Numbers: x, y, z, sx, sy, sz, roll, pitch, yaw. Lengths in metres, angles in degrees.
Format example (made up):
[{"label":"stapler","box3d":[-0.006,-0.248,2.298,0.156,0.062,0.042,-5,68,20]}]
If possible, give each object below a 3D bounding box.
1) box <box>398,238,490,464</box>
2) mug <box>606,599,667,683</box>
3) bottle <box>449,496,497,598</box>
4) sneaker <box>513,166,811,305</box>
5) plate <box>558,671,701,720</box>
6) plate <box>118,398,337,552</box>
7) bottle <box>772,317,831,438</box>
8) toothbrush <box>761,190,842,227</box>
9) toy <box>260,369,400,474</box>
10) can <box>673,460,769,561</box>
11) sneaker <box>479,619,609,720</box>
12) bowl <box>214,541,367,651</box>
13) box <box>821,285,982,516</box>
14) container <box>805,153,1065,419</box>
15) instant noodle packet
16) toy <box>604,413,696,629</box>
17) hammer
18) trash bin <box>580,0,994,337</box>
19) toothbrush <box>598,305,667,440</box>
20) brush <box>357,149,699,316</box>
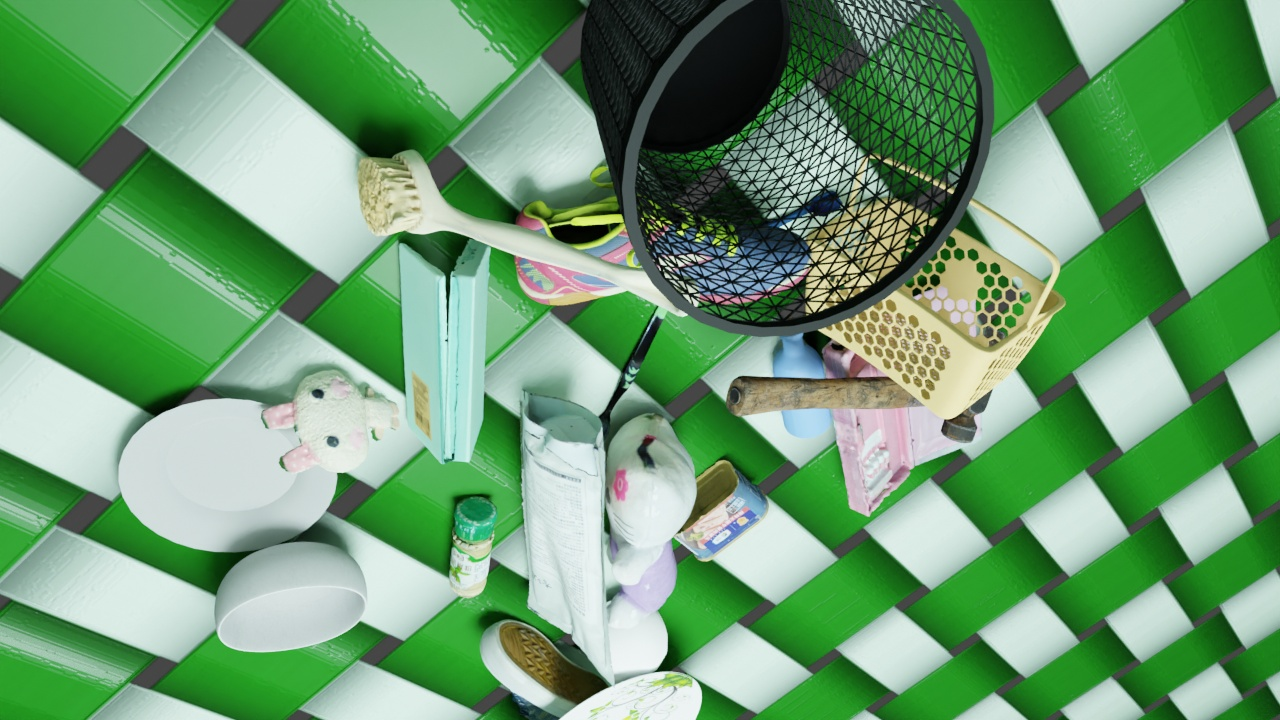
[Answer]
[{"label":"box","box3d":[-0.172,-0.005,0.759,0.079,0.077,0.189,7,125,-3]},{"label":"mug","box3d":[-0.013,0.315,1.024,0.076,0.090,0.124,-19,146,-17]},{"label":"bottle","box3d":[-0.168,0.187,0.911,0.042,0.042,0.110,1,125,-18]},{"label":"sneaker","box3d":[0.021,-0.093,0.724,0.241,0.116,0.091,-4,135,-7]},{"label":"plate","box3d":[-0.037,0.419,1.035,0.229,0.030,0.230,-18,133,-21]},{"label":"plate","box3d":[-0.356,0.098,0.801,0.172,0.019,0.173,-8,126,-12]},{"label":"bottle","box3d":[0.153,0.014,0.885,0.048,0.048,0.131,-20,128,-3]},{"label":"toothbrush","box3d":[0.088,-0.103,0.801,0.190,0.017,0.016,-24,127,0]},{"label":"toy","box3d":[-0.255,0.051,0.769,0.112,0.087,0.050,-14,171,-23]},{"label":"can","box3d":[0.076,0.157,0.959,0.100,0.054,0.059,-40,125,12]},{"label":"sneaker","box3d":[-0.114,0.373,1.035,0.079,0.087,0.235,-32,131,11]},{"label":"bowl","box3d":[-0.326,0.213,0.855,0.131,0.064,0.132,-14,145,-10]},{"label":"box","box3d":[0.267,0.034,0.939,0.179,0.055,0.233,-29,129,-16]},{"label":"container","box3d":[0.241,-0.069,0.757,0.129,0.183,0.167,-28,143,-31]},{"label":"instant noodle packet","box3d":[-0.067,0.167,0.859,0.057,0.147,0.270,-21,125,-32]},{"label":"toy","box3d":[0.004,0.155,0.882,0.085,0.137,0.210,5,125,-3]},{"label":"hammer","box3d":[0.215,0.022,0.846,0.329,0.033,0.120,1,110,-34]},{"label":"trash bin","box3d":[0.065,-0.172,0.601,0.216,0.243,0.217,-9,126,-12]},{"label":"toothbrush","box3d":[-0.005,0.005,0.849,0.014,0.017,0.188,15,117,-25]},{"label":"brush","box3d":[-0.085,-0.085,0.638,0.272,0.077,0.062,22,135,16]}]
